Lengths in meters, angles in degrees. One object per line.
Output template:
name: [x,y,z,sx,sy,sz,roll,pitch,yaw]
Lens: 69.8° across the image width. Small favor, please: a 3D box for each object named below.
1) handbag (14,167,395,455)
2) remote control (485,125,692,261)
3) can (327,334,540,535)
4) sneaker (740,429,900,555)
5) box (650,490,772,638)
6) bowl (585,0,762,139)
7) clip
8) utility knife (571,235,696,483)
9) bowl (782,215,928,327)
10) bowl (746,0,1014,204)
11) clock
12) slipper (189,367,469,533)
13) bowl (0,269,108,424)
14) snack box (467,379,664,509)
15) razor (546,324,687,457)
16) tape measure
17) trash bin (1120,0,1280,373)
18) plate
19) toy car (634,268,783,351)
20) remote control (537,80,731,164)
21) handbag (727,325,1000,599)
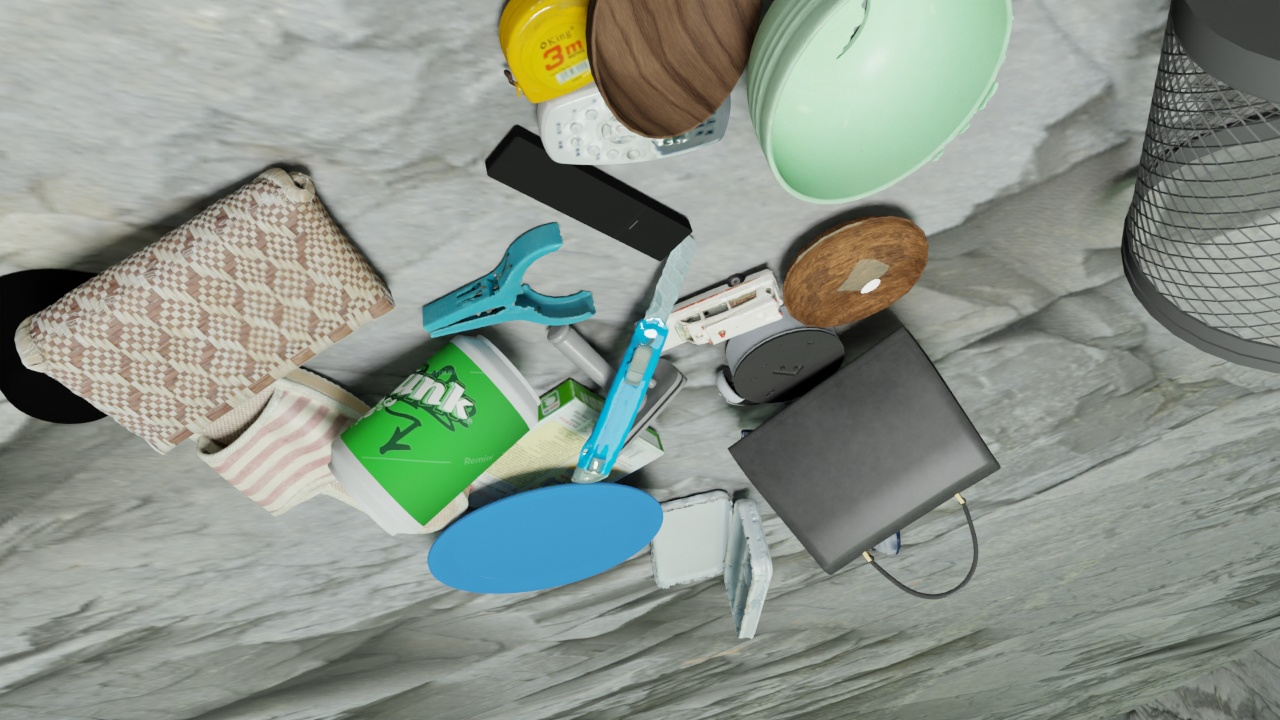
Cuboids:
handbag: [-0.256,-0.030,0.561,0.185,0.047,0.124,-33,143,-6]
remote control: [-0.030,-0.105,0.596,0.150,0.013,0.035,22,130,-38]
can: [-0.146,0.052,0.660,0.139,0.088,0.088,-42,145,-13]
sneaker: [0.189,0.127,0.933,0.132,0.103,0.269,-10,146,17]
box: [0.080,0.238,1.011,0.129,0.105,0.211,-11,143,-1]
bowl: [0.011,-0.178,0.474,0.119,0.032,0.119,-28,134,-33]
clip: [-0.079,-0.045,0.650,0.120,0.033,0.123,19,132,-43]
utility knife: [-0.004,0.004,0.686,0.031,0.015,0.221,15,111,-15]
bowl: [0.159,-0.073,0.695,0.114,0.026,0.102,-21,138,5]
bowl: [0.119,-0.168,0.506,0.150,0.077,0.151,-19,145,-14]
clock: [0.114,0.001,0.771,0.094,0.035,0.123,6,140,-26]
slipper: [-0.244,0.084,0.718,0.115,0.052,0.263,-33,134,20]
bowl: [-0.363,0.004,0.584,0.124,0.052,0.124,-10,143,-8]
snack box: [-0.083,0.090,0.821,0.168,0.027,0.132,-32,140,22]
razor: [-0.030,0.010,0.719,0.088,0.047,0.116,-47,124,-3]
tape measure: [-0.046,-0.172,0.487,0.068,0.030,0.059,-27,144,4]
trash bin: [0.418,-0.144,0.551,0.218,0.217,0.227,-22,139,8]
plate: [-0.090,0.164,0.872,0.224,0.024,0.225,-11,147,-8]
toy car: [0.054,-0.031,0.702,0.113,0.039,0.039,-22,144,9]
remote control: [-0.004,-0.146,0.539,0.114,0.028,0.060,-10,144,-9]
handbag: [0.205,0.104,0.759,0.176,0.195,0.072,-37,165,16]
